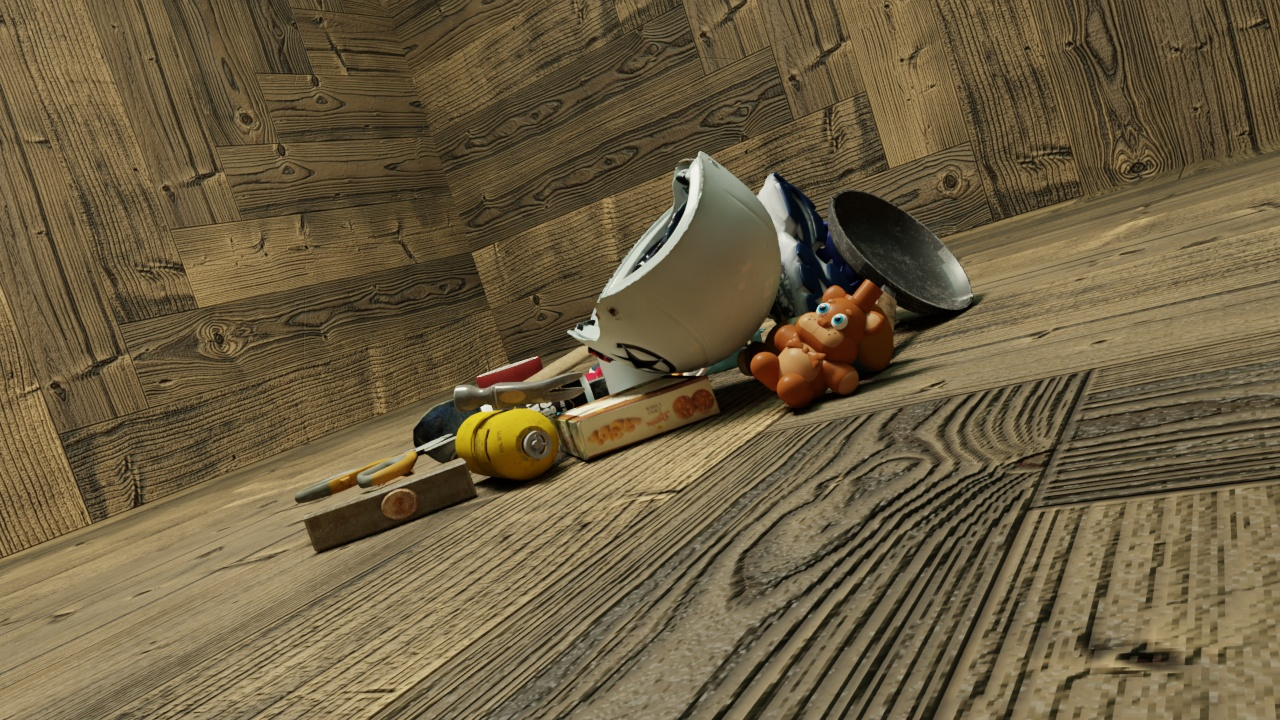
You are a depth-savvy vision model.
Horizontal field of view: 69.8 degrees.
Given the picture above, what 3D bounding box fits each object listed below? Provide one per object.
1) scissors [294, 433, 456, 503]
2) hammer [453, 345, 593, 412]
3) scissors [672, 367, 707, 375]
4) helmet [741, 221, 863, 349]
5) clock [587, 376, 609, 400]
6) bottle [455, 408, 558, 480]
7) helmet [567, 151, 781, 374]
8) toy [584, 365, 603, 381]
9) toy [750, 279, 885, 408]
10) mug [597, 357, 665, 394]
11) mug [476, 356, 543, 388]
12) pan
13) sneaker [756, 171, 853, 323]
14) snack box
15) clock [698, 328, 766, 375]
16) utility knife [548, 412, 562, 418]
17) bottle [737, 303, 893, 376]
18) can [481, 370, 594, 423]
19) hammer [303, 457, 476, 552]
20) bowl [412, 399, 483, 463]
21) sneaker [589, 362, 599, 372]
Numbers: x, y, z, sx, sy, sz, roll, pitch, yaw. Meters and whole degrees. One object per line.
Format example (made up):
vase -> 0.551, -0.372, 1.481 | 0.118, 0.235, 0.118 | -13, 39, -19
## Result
scissors -> -0.270, 0.111, 0.993 | 0.166, 0.016, 0.225 | -17, 4, 14
hammer -> -0.098, 0.014, 1.045 | 0.119, 0.031, 0.330 | -5, 6, 10
scissors -> 0.055, 0.021, 1.226 | 0.133, 0.012, 0.083 | -39, 25, 43
helmet -> 0.204, -0.094, 1.192 | 0.228, 0.148, 0.241 | -15, 18, 12
clock -> -0.045, 0.045, 1.206 | 0.122, 0.044, 0.091 | -19, 4, -9
bottle -> -0.130, 0.083, 0.911 | 0.071, 0.071, 0.164 | -20, 5, -26
helmet -> 0.052, -0.081, 0.982 | 0.236, 0.163, 0.264 | -57, 10, -14
toy -> -0.048, 0.027, 1.365 | 0.105, 0.067, 0.137 | -23, -3, -11
toy -> 0.160, -0.018, 0.799 | 0.128, 0.095, 0.065 | -51, -41, 5
mug -> -0.007, 0.007, 1.123 | 0.082, 0.106, 0.082 | -18, 4, 1
mug -> -0.176, 0.058, 1.238 | 0.117, 0.096, 0.080 | -15, 5, 32
pan -> 0.279, -0.086, 1.034 | 0.040, 0.207, 0.355 | -54, 1, 38
sneaker -> 0.156, -0.087, 1.060 | 0.133, 0.269, 0.103 | -36, -44, 30
snack box -> -0.010, 0.056, 0.949 | 0.143, 0.041, 0.147 | -19, 4, -14
clock -> 0.123, -0.020, 1.283 | 0.124, 0.053, 0.090 | -21, 6, -27
utility knife -> -0.071, 0.062, 1.036 | 0.158, 0.015, 0.022 | -1, -4, -38
bottle -> 0.163, -0.011, 0.897 | 0.157, 0.068, 0.067 | -14, 6, 45
can -> -0.120, 0.064, 1.102 | 0.128, 0.072, 0.072 | -19, 4, -9
hammer -> -0.274, 0.140, 1.005 | 0.157, 0.037, 0.301 | -19, 4, -15
bowl -> -0.223, 0.095, 1.138 | 0.110, 0.055, 0.110 | -25, -28, -15
sneaker -> 0.026, -0.038, 1.459 | 0.295, 0.127, 0.120 | -17, 5, 38
